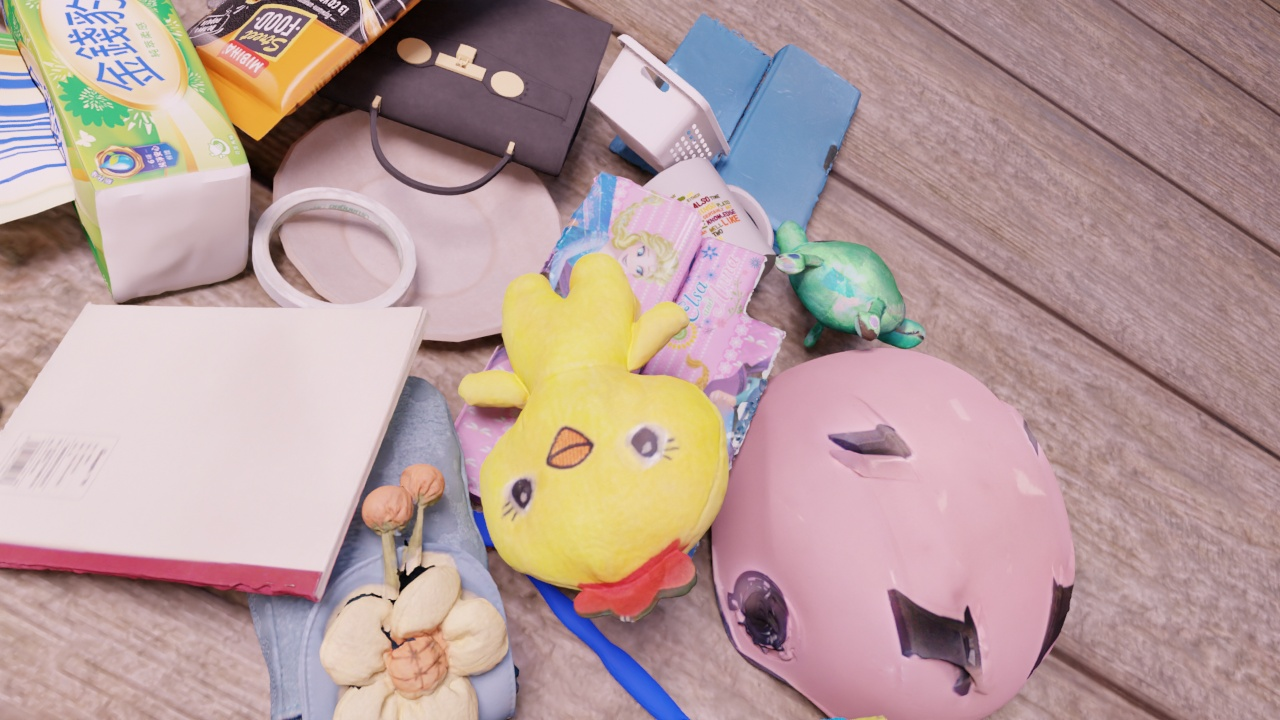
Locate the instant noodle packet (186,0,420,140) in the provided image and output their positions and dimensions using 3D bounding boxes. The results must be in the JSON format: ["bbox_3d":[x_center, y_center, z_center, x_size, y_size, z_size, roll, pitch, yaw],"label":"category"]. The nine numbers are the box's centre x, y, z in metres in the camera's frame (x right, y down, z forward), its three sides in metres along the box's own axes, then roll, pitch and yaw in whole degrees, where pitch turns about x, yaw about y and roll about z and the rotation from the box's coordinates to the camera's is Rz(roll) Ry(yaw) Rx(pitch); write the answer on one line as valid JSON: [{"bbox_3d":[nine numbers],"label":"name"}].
[{"bbox_3d":[-0.194,-0.237,0.581,0.160,0.032,0.220,34,75,36],"label":"instant noodle packet"}]

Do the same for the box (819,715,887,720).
[{"bbox_3d":[0.033,0.252,0.457,0.220,0.081,0.124,3,61,-28],"label":"box"}]

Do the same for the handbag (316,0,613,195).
[{"bbox_3d":[-0.125,-0.178,0.620,0.175,0.072,0.195,17,48,-9],"label":"handbag"}]

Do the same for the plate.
[{"bbox_3d":[-0.144,-0.089,0.609,0.188,0.027,0.188,12,56,-19],"label":"plate"}]

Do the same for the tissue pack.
[{"bbox_3d":[-0.319,-0.133,0.502,0.141,0.121,0.197,-20,64,-32],"label":"tissue pack"}]

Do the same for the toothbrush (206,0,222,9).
[{"bbox_3d":[-0.262,-0.285,0.574,0.010,0.182,0.010,21,59,-17],"label":"toothbrush"}]

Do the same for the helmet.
[{"bbox_3d":[0.171,0.105,0.574,0.229,0.153,0.255,-1,67,-30],"label":"helmet"}]

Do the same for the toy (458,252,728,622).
[{"bbox_3d":[-0.024,0.035,0.485,0.134,0.092,0.207,-20,70,11],"label":"toy"}]

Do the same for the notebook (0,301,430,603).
[{"bbox_3d":[-0.218,0.033,0.438,0.209,0.012,0.152,2,54,15],"label":"notebook"}]

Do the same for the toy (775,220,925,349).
[{"bbox_3d":[0.137,-0.042,0.644,0.130,0.193,0.072,38,95,9],"label":"toy"}]

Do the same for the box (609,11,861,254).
[{"bbox_3d":[0.092,-0.210,0.796,0.174,0.034,0.230,30,53,-6],"label":"box"}]

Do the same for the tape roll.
[{"bbox_3d":[-0.181,-0.063,0.546,0.093,0.013,0.092,12,56,-19],"label":"tape roll"}]

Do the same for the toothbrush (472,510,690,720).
[{"bbox_3d":[-0.035,0.153,0.524,0.182,0.018,0.016,45,52,1],"label":"toothbrush"}]

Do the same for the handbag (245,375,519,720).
[{"bbox_3d":[-0.127,0.097,0.446,0.121,0.119,0.191,-6,68,-28],"label":"handbag"}]

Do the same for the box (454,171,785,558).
[{"bbox_3d":[-0.003,0.003,0.564,0.159,0.035,0.229,23,68,6],"label":"box"}]

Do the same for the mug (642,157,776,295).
[{"bbox_3d":[0.055,-0.094,0.679,0.105,0.074,0.089,-23,73,-34],"label":"mug"}]

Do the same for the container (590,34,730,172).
[{"bbox_3d":[0.013,-0.174,0.670,0.081,0.129,0.049,43,96,12],"label":"container"}]
